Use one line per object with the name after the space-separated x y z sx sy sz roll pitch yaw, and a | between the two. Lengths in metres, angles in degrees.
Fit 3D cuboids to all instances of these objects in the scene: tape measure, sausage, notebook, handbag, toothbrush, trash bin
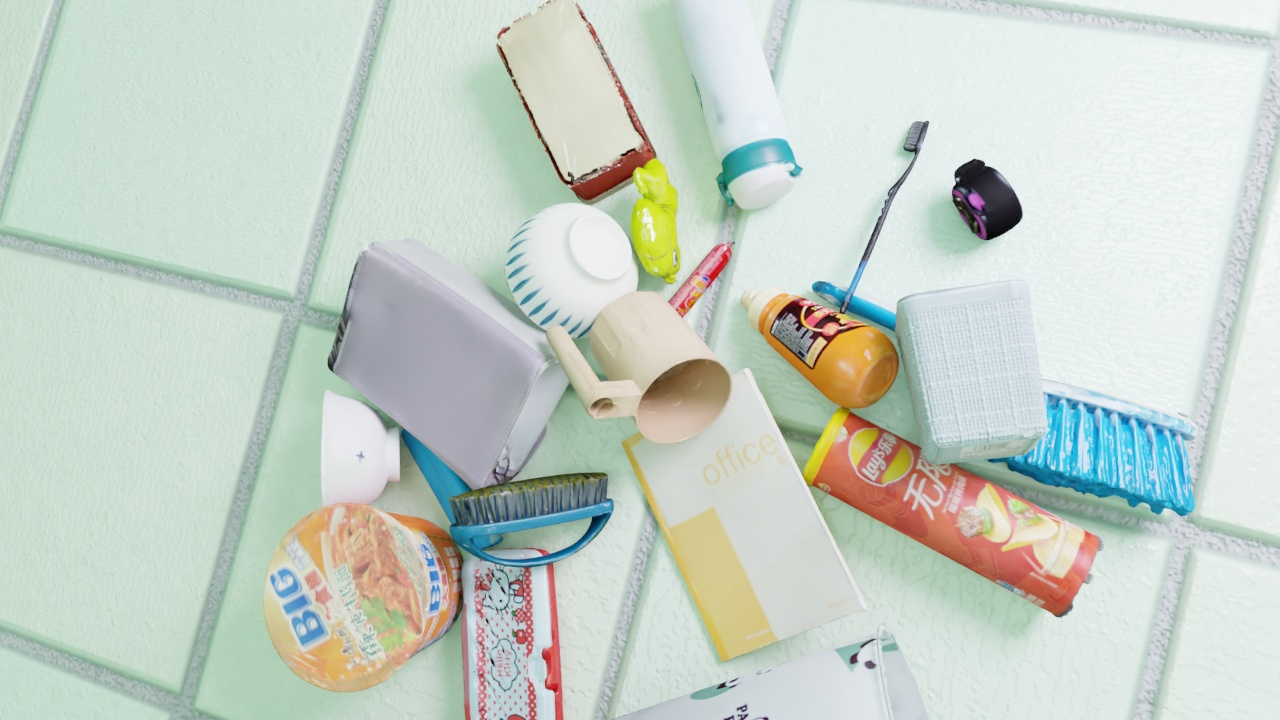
0.277 -0.126 0.739 0.039 0.057 0.057 -32 54 9 | tape measure
0.031 -0.046 0.808 0.020 0.020 0.156 42 94 15 | sausage
0.078 0.129 0.751 0.146 0.010 0.206 -33 76 33 | notebook
-0.168 0.002 0.809 0.197 0.098 0.145 35 108 14 | handbag
0.201 -0.122 0.765 0.016 0.014 0.189 23 79 16 | toothbrush
0.087 0.331 0.650 0.252 0.229 0.229 -19 79 15 | trash bin

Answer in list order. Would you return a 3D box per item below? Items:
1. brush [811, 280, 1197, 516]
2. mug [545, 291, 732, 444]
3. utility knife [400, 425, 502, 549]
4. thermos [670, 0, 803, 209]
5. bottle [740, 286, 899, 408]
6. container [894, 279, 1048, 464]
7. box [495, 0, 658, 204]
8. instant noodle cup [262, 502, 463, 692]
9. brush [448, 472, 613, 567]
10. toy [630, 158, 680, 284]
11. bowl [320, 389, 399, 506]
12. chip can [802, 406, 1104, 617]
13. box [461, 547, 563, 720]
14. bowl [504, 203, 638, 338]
0.274 0.025 0.728 0.315 0.060 0.109 16 82 17 | brush
-0.004 0.004 0.732 0.103 0.124 0.084 55 139 46 | mug
-0.187 0.097 0.843 0.034 0.018 0.185 -39 74 13 | utility knife
0.078 -0.242 0.798 0.073 0.073 0.224 -17 80 11 | thermos
0.137 -0.020 0.748 0.149 0.066 0.067 39 93 39 | bottle
0.240 0.013 0.668 0.090 0.090 0.111 -8 73 12 | container
-0.058 -0.237 0.823 0.091 0.077 0.168 -27 78 9 | box
-0.226 0.197 0.791 0.151 0.111 0.151 -2 82 13 | instant noodle cup
-0.088 0.135 0.768 0.143 0.055 0.073 -7 88 -27 | brush
0.013 -0.119 0.793 0.031 0.097 0.100 -7 51 27 | toy
-0.249 0.085 0.825 0.064 0.118 0.118 0 82 -15 | bowl
0.237 0.114 0.713 0.217 0.073 0.073 27 90 14 | chip can
-0.112 0.264 0.789 0.087 0.047 0.201 -6 82 13 | box
-0.049 -0.083 0.776 0.116 0.066 0.116 11 67 -29 | bowl
